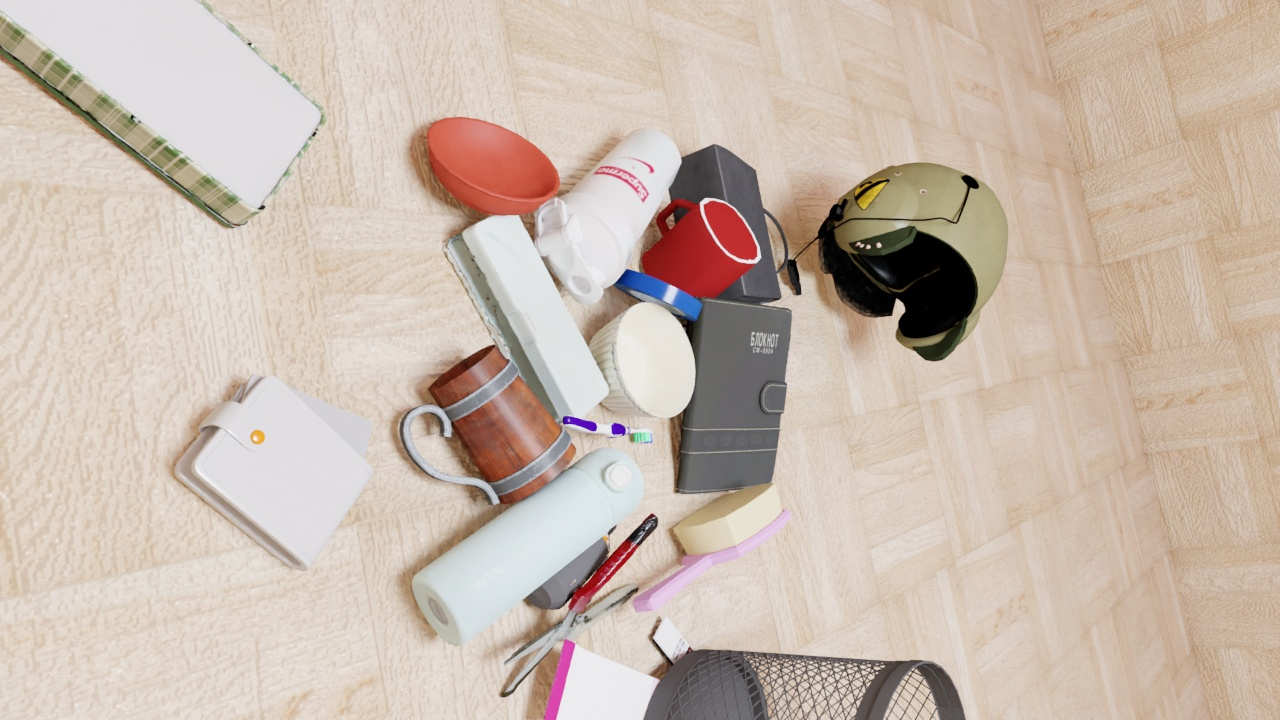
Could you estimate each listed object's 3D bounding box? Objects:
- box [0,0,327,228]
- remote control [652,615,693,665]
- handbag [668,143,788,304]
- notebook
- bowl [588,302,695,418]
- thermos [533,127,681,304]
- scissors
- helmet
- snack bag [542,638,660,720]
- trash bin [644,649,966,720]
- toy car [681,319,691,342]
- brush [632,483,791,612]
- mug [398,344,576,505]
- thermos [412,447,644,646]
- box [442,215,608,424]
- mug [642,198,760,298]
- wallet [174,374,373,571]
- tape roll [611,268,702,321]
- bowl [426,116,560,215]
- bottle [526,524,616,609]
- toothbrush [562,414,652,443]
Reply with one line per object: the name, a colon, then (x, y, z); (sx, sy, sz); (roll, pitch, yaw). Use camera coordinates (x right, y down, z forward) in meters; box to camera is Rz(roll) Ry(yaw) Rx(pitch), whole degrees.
box: (-0.326, -0.195, 0.624); (0.205, 0.050, 0.117); (41, 53, -32)
remote control: (0.049, 0.307, 0.916); (0.124, 0.012, 0.028); (55, 44, -21)
handbag: (0.130, -0.152, 1.115); (0.195, 0.072, 0.175); (-3, 80, -53)
notebook: (0.107, 0.040, 1.013); (0.169, 0.029, 0.209); (3, 96, -45)
bowl: (-0.005, 0.005, 0.910); (0.115, 0.063, 0.115); (18, 65, -45)
thermos: (-0.031, -0.155, 0.916); (0.099, 0.100, 0.219); (54, 40, -22)
scissors: (-0.043, 0.213, 0.802); (0.198, 0.015, 0.179); (-53, 157, -5)
helmet: (0.333, -0.135, 1.172); (0.250, 0.256, 0.232); (51, 49, -27)
snack bag: (-0.017, 0.309, 0.823); (0.196, 0.016, 0.070); (39, 56, -44)
trash bin: (0.144, 0.368, 0.819); (0.217, 0.228, 0.217); (9, 79, -50)
toy car: (0.069, -0.010, 1.018); (0.040, 0.037, 0.092); (17, 66, -45)
brush: (0.065, 0.182, 0.914); (0.228, 0.089, 0.043); (-21, 90, -49)
mug: (-0.128, 0.061, 0.752); (0.117, 0.082, 0.111); (-40, 106, -27)
thermos: (-0.083, 0.143, 0.747); (0.206, 0.078, 0.065); (-33, 82, -36)
box: (-0.097, -0.039, 0.834); (0.083, 0.067, 0.199); (-35, 104, -28)
mug: (0.058, -0.125, 0.988); (0.080, 0.097, 0.116); (-3, 62, -47)
wallet: (-0.244, 0.065, 0.642); (0.118, 0.038, 0.115); (52, 45, -29)
tape roll: (0.017, -0.066, 0.923); (0.093, 0.091, 0.016); (24, 87, -15)
bowl: (-0.134, -0.166, 0.812); (0.122, 0.035, 0.121); (20, 37, -16)
bottle: (-0.058, 0.173, 0.810); (0.112, 0.047, 0.047); (-40, 109, -46)
toothbrush: (-0.027, 0.066, 0.862); (0.186, 0.015, 0.016); (18, 67, -66)
